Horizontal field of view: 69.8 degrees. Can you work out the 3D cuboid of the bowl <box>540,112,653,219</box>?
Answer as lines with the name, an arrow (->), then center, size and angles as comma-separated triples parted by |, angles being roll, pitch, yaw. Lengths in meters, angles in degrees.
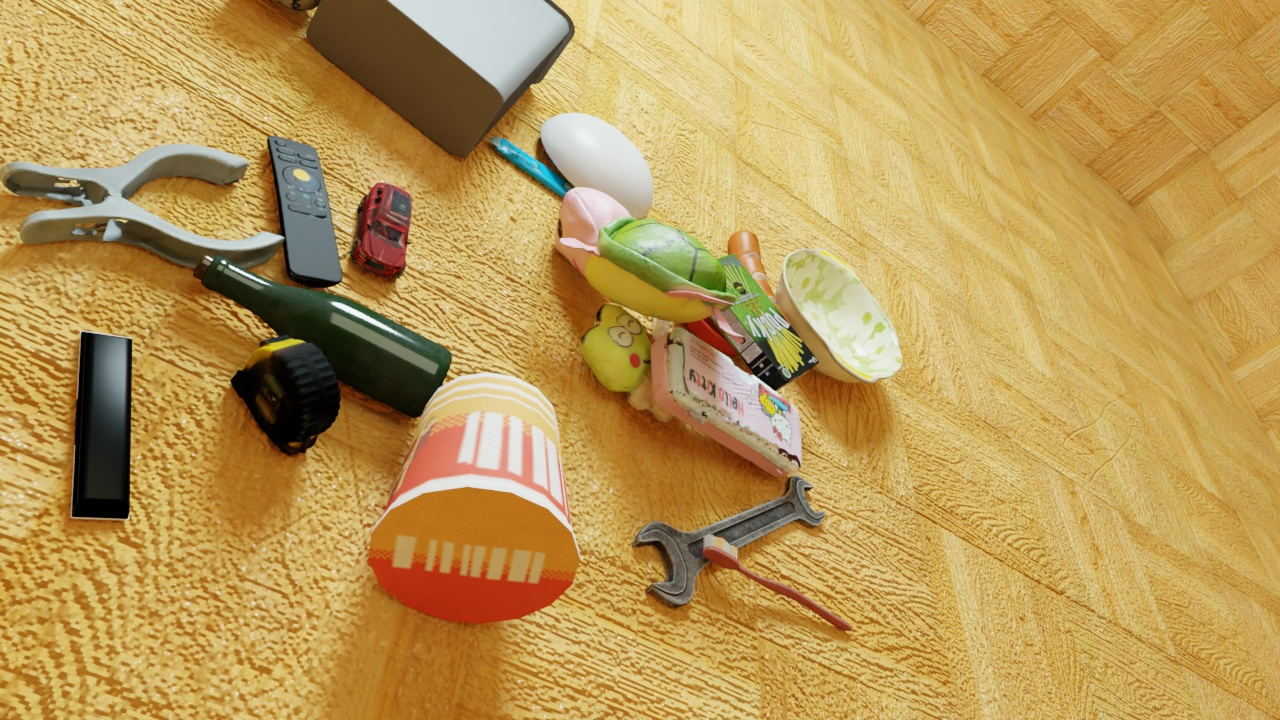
bowl -> -0.037, -0.223, 1.003 | 0.149, 0.043, 0.149 | 32, 31, -23

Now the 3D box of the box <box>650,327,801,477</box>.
box -> 0.086, 0.043, 0.844 | 0.202, 0.045, 0.086 | 33, 42, -39

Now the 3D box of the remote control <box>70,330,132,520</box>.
remote control -> -0.304, 0.033, 0.521 | 0.028, 0.012, 0.124 | 11, 48, -39

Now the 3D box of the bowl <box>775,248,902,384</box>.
bowl -> 0.224, -0.042, 1.092 | 0.188, 0.060, 0.218 | 30, 38, -21

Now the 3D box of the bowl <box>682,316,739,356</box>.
bowl -> 0.080, -0.050, 0.974 | 0.122, 0.035, 0.121 | 27, 40, -25

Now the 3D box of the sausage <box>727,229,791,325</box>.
sausage -> 0.132, -0.084, 1.053 | 0.039, 0.044, 0.164 | 44, 26, -51

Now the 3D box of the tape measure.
tape measure -> -0.220, 0.021, 0.575 | 0.038, 0.063, 0.067 | -22, 74, -52

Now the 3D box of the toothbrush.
toothbrush -> 0.121, 0.195, 0.785 | 0.184, 0.015, 0.015 | 34, 38, -26

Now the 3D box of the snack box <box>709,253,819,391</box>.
snack box -> 0.114, -0.040, 0.944 | 0.147, 0.025, 0.080 | 53, 36, 10

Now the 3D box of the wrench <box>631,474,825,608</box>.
wrench -> 0.088, 0.150, 0.810 | 0.272, 0.010, 0.070 | -10, 63, -50

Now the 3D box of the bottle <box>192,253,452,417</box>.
bottle -> -0.218, -0.022, 0.628 | 0.174, 0.055, 0.055 | 30, 39, -20

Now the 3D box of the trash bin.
trash bin -> -0.191, -0.331, 0.921 | 0.192, 0.098, 0.219 | 37, 38, -13

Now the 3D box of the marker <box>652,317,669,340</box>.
marker -> 0.025, -0.065, 0.948 | 0.020, 0.017, 0.133 | 31, 38, -22

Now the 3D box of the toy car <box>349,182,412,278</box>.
toy car -> -0.205, -0.105, 0.740 | 0.042, 0.036, 0.091 | 24, 47, -30

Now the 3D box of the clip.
clip -> -0.313, -0.081, 0.611 | 0.143, 0.029, 0.171 | 52, 36, 11

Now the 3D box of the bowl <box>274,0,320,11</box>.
bowl -> -0.298, -0.367, 0.831 | 0.059, 0.116, 0.115 | 39, 36, -16

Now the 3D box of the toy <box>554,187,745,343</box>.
toy -> 0.007, -0.085, 0.835 | 0.190, 0.088, 0.238 | 21, 11, -48

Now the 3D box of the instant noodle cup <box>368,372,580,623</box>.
instant noodle cup -> -0.102, 0.082, 0.597 | 0.123, 0.124, 0.121 | 29, 32, -23

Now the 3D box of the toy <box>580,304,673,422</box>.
toy -> -0.005, 0.005, 0.827 | 0.115, 0.046, 0.091 | 47, 32, -13

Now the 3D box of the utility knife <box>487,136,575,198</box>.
utility knife -> -0.091, -0.186, 0.952 | 0.158, 0.015, 0.031 | 31, 34, -18

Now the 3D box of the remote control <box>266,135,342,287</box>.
remote control -> -0.260, -0.116, 0.706 | 0.041, 0.020, 0.151 | 9, 49, -40
